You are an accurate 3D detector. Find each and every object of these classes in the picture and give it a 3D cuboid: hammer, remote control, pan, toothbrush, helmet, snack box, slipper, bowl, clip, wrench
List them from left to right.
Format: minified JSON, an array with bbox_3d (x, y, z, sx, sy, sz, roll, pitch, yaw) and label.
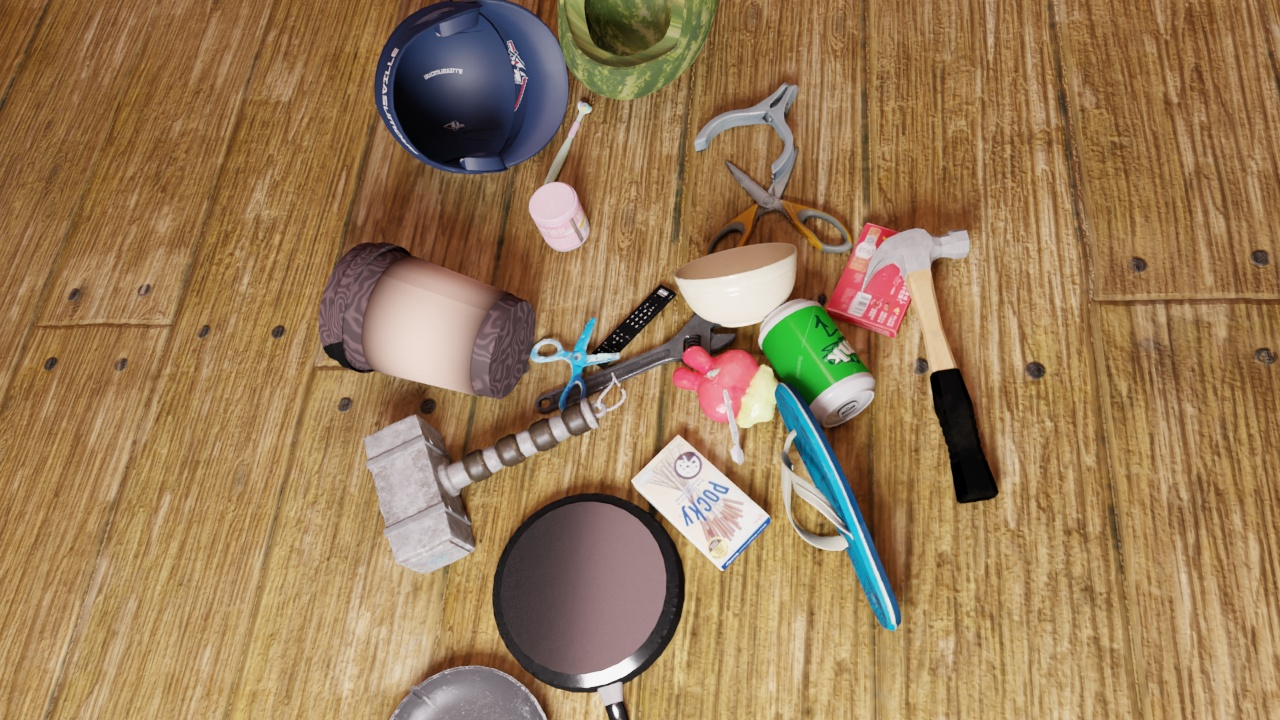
[{"bbox_3d":[-0.244,0.488,0.985,0.356,0.040,0.207,-41,64,-6],"label":"pan"},{"bbox_3d":[-0.233,-0.383,1.284,0.272,0.232,0.223,-13,24,-13],"label":"helmet"},{"bbox_3d":[-0.164,0.113,1.107,0.326,0.079,0.176,-25,63,3],"label":"hammer"},{"bbox_3d":[-0.107,-0.311,1.328,0.022,0.015,0.154,26,71,-11],"label":"toothbrush"},{"bbox_3d":[-0.046,0.316,1.020,0.225,0.034,0.355,-19,62,4],"label":"pan"},{"bbox_3d":[-0.011,-0.045,1.180,0.140,0.009,0.030,-46,50,-14],"label":"remote control"},{"bbox_3d":[-0.007,0.007,1.160,0.273,0.018,0.073,-23,59,4],"label":"wrench"},{"bbox_3d":[-0.005,-0.489,1.262,0.213,0.248,0.242,23,31,2],"label":"helmet"},{"bbox_3d":[0.069,0.163,1.066,0.082,0.026,0.150,-45,64,-9],"label":"snack box"},{"bbox_3d":[0.099,0.074,1.012,0.010,0.182,0.010,30,70,26],"label":"toothbrush"},{"bbox_3d":[0.121,-0.087,1.115,0.151,0.150,0.075,-11,107,8],"label":"bowl"},{"bbox_3d":[0.148,-0.306,1.256,0.166,0.032,0.164,-12,60,6],"label":"clip"},{"bbox_3d":[0.195,0.155,0.993,0.060,0.118,0.294,-20,67,-5],"label":"slipper"},{"bbox_3d":[0.297,-0.101,1.135,0.089,0.021,0.132,21,72,21],"label":"snack box"},{"bbox_3d":[0.345,0.000,1.056,0.131,0.039,0.327,-9,69,3],"label":"hammer"}]

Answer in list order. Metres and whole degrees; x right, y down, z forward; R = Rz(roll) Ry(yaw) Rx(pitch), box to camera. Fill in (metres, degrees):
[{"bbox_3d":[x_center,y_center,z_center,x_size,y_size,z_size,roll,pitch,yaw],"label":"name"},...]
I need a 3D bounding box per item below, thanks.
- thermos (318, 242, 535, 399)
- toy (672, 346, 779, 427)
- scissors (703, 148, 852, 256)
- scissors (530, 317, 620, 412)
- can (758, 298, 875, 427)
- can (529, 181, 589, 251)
[{"bbox_3d":[-0.263,-0.044,1.163,0.226,0.173,0.172,17,71,14],"label":"thermos"},{"bbox_3d":[0.104,0.030,1.106,0.135,0.045,0.091,20,83,15],"label":"toy"},{"bbox_3d":[0.178,-0.189,1.207,0.230,0.016,0.224,26,72,23],"label":"scissors"},{"bbox_3d":[-0.087,0.007,1.165,0.134,0.011,0.139,-4,63,25],"label":"scissors"},{"bbox_3d":[0.205,0.002,1.073,0.088,0.088,0.139,-30,63,-1],"label":"can"},{"bbox_3d":[-0.109,-0.194,1.241,0.067,0.076,0.067,-5,65,11],"label":"can"}]
